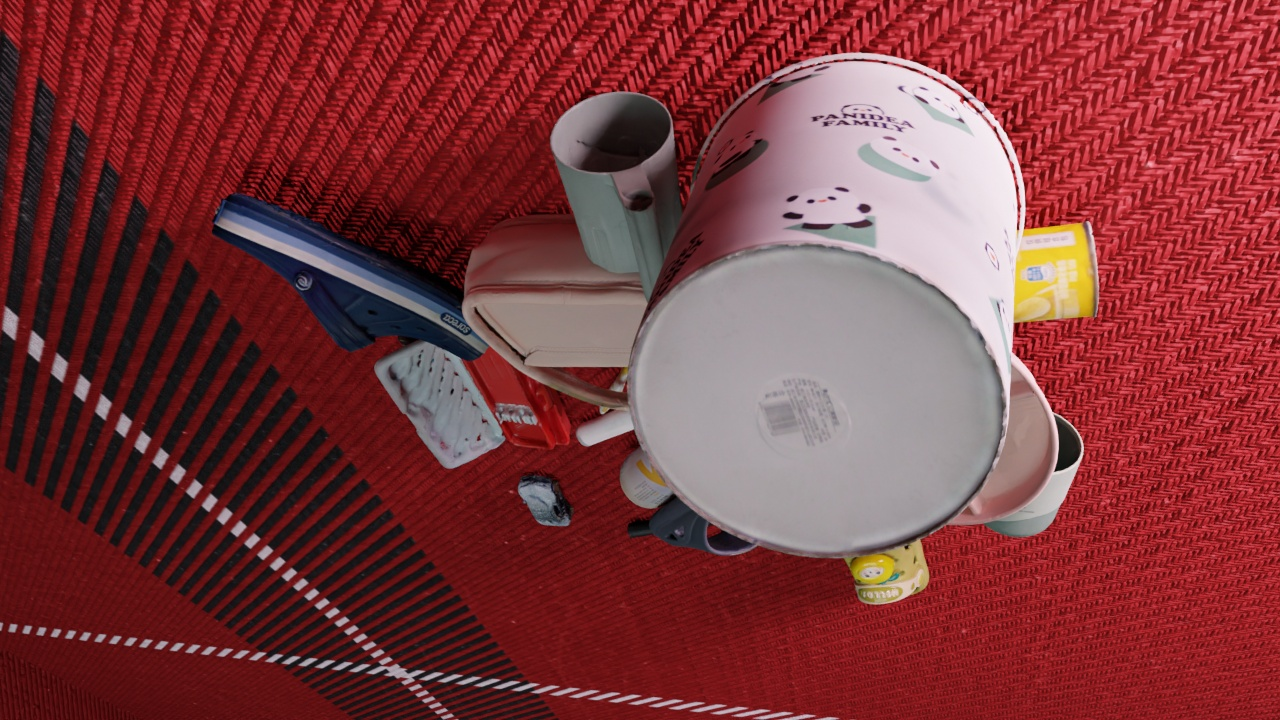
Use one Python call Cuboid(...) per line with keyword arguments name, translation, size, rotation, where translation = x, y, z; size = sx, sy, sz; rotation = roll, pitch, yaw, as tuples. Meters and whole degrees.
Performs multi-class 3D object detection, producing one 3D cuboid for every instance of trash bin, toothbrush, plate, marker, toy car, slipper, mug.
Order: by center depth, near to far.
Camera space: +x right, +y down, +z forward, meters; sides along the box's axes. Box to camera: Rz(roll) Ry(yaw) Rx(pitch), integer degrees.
Cuboid(name="trash bin", translation=(0.114, -0.036, 0.542), size=(0.230, 0.251, 0.230), rotation=(8, 122, 13))
Cuboid(name="mug", translation=(-0.008, -0.109, 0.644), size=(0.083, 0.123, 0.103), rotation=(-16, 144, -2))
Cuboid(name="slipper", translation=(-0.245, -0.055, 0.782), size=(0.252, 0.095, 0.105), rotation=(27, -175, -15))
Cuboid(name="plate", translation=(0.243, 0.050, 0.802), size=(0.230, 0.028, 0.230), rotation=(22, 136, 23))
Cuboid(name="mug", translation=(0.343, 0.102, 0.863), size=(0.112, 0.082, 0.106), rotation=(25, 143, 27))
Cuboid(name="toothbrush", translation=(-0.005, 0.005, 0.888), size=(0.018, 0.016, 0.192), rotation=(12, 145, -16))
Cuboid(name="toothbrush", translation=(0.017, 0.046, 0.927), size=(0.222, 0.026, 0.026), rotation=(-24, 143, 39))
Cuboid(name="slipper", translation=(0.085, 0.165, 0.963), size=(0.110, 0.083, 0.269), rotation=(-20, 163, -20))
Cuboid(name="slipper", translation=(0.292, 0.249, 1.083), size=(0.092, 0.081, 0.190), rotation=(-12, 141, 25))
Cuboid(name="marker", translation=(0.041, 0.203, 1.140), size=(0.132, 0.020, 0.022), rotation=(-15, 147, 32))
Cuboid(name="toy car", translation=(-0.119, 0.177, 1.141), size=(0.049, 0.031, 0.106), rotation=(-1, 142, 16))

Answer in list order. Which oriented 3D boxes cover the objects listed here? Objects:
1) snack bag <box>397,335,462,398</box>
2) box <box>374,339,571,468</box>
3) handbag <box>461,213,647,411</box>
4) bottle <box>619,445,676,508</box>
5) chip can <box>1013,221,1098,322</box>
Cuboid(name="snack bag", translation=(-0.212, 0.007, 0.938), size=(0.045, 0.026, 0.105), rotation=(5, 142, 14))
Cuboid(name="box", translation=(-0.164, 0.036, 0.939), size=(0.161, 0.060, 0.201), rotation=(-12, 141, 5))
Cuboid(name="handbag", translation=(-0.031, -0.020, 0.798), size=(0.193, 0.093, 0.234), rotation=(1, 145, 16))
Cuboid(name="bottle", translation=(0.046, 0.094, 0.950), size=(0.068, 0.067, 0.190), rotation=(25, 142, -18))
Cuboid(name="chip can", translation=(0.223, -0.058, 0.691), size=(0.214, 0.071, 0.072), rotation=(-5, 141, 21))
